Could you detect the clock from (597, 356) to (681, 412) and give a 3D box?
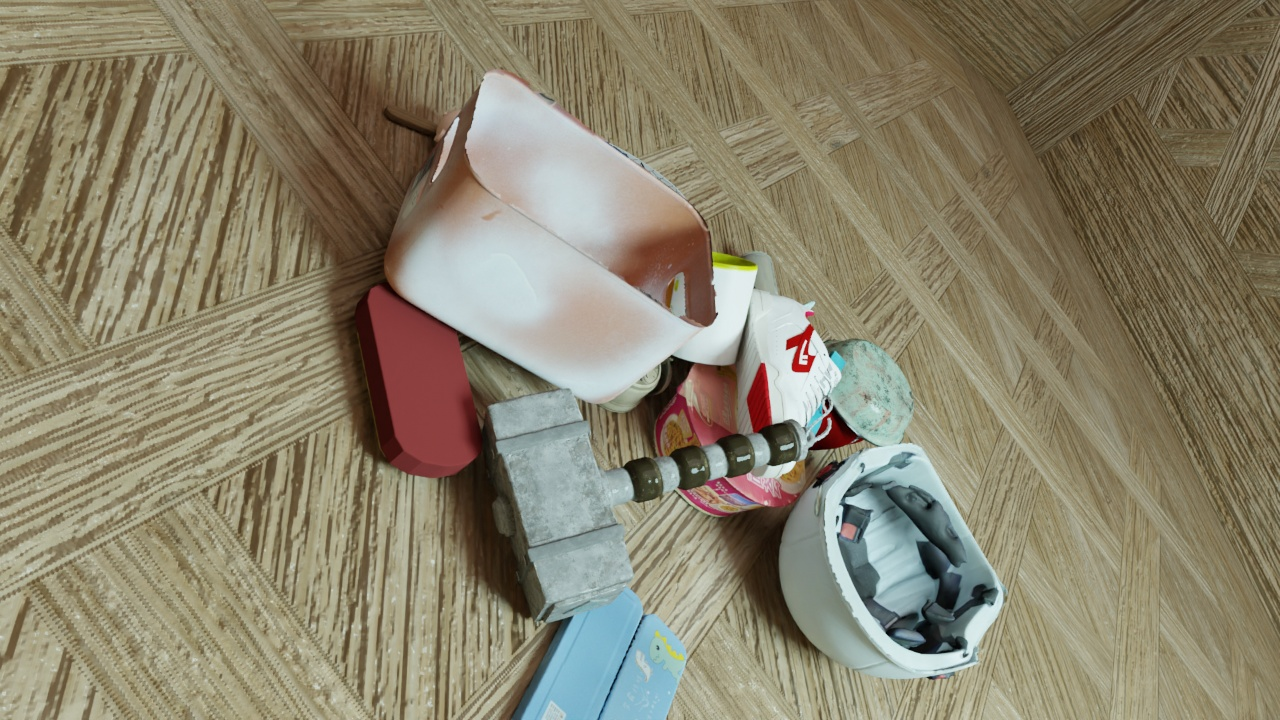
[{"bbox_3d":[-0.006,0.006,0.970,0.140,0.055,0.092,15,50,-37],"label":"clock"}]

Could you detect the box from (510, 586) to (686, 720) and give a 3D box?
[{"bbox_3d":[-0.029,0.276,0.746,0.125,0.021,0.208,45,37,-10],"label":"box"}]

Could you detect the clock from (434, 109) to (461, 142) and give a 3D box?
[{"bbox_3d":[-0.138,-0.192,0.951,0.160,0.086,0.131,30,28,-25],"label":"clock"}]

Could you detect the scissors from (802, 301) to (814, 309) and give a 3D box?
[{"bbox_3d":[0.151,-0.043,1.155,0.170,0.014,0.173,-37,83,-22],"label":"scissors"}]

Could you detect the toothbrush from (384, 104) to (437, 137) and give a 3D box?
[{"bbox_3d":[-0.200,-0.241,0.996,0.166,0.016,0.016,16,48,-39],"label":"toothbrush"}]

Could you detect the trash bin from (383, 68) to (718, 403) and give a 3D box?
[{"bbox_3d":[-0.077,-0.098,0.821,0.259,0.158,0.181,30,37,-26],"label":"trash bin"}]

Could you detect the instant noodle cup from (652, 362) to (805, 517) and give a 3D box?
[{"bbox_3d":[0.088,0.091,0.986,0.178,0.078,0.178,30,40,-30],"label":"instant noodle cup"}]

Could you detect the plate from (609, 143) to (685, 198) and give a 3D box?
[{"bbox_3d":[-0.024,-0.230,1.142,0.188,0.016,0.188,27,24,-13],"label":"plate"}]

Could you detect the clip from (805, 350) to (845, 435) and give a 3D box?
[{"bbox_3d":[0.176,0.051,1.021,0.027,0.104,0.120,39,43,-14],"label":"clip"}]

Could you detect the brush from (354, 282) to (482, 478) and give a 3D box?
[{"bbox_3d":[-0.190,0.018,0.765,0.082,0.042,0.173,8,55,-45],"label":"brush"}]

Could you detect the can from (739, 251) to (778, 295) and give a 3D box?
[{"bbox_3d":[0.159,-0.081,1.228,0.054,0.054,0.135,26,43,-32],"label":"can"}]

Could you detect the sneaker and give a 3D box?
[{"bbox_3d":[0.159,0.023,0.951,0.104,0.090,0.236,9,42,-7],"label":"sneaker"}]

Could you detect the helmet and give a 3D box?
[{"bbox_3d":[0.239,0.223,0.968,0.263,0.164,0.236,-23,78,-47],"label":"helmet"}]

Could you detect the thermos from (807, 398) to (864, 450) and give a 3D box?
[{"bbox_3d":[0.219,0.063,1.154,0.198,0.084,0.108,-6,52,-48],"label":"thermos"}]

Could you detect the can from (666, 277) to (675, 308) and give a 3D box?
[{"bbox_3d":[0.045,-0.050,1.053,0.142,0.079,0.079,18,48,-39],"label":"can"}]

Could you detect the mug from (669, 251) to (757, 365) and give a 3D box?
[{"bbox_3d":[0.072,-0.057,0.965,0.082,0.106,0.082,10,15,-3],"label":"mug"}]

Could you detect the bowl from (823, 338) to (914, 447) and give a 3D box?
[{"bbox_3d":[0.288,0.031,1.140,0.157,0.039,0.157,26,43,-28],"label":"bowl"}]

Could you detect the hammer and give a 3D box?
[{"bbox_3d":[0.034,0.096,0.795,0.325,0.080,0.176,-12,67,-20],"label":"hammer"}]
